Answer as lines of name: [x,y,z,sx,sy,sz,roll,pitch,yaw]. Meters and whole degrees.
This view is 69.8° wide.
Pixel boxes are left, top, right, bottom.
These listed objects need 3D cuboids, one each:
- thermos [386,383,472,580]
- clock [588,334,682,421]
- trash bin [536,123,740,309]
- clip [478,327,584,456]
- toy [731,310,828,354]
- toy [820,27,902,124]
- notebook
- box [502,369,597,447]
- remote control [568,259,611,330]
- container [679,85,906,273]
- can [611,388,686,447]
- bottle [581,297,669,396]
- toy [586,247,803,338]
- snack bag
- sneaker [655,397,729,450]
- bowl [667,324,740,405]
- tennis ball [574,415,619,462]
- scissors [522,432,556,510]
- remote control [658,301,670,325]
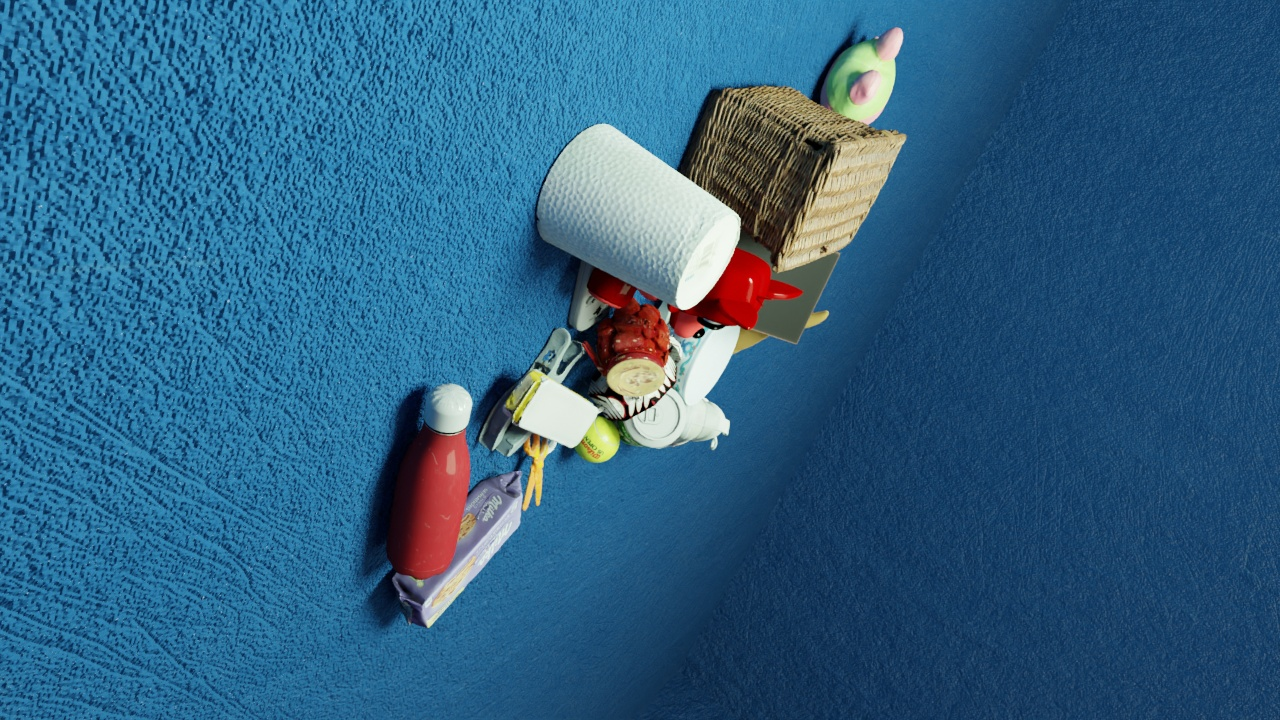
thermos: [-0.210,0.122,0.932,0.073,0.073,0.240,-33,150,-48]
clock: [-0.007,0.008,1.207,0.115,0.065,0.154,-19,-154,38]
trash bin: [0.002,-0.134,0.894,0.133,0.161,0.133,-47,159,-25]
clip: [-0.120,0.043,1.093,0.167,0.028,0.127,-53,162,-6]
toy: [0.157,-0.091,1.374,0.204,0.198,0.162,-44,-177,27]
toy: [0.312,-0.388,1.350,0.192,0.097,0.237,-55,175,-11]
notebook: [0.170,-0.109,1.233,0.209,0.008,0.141,15,105,-38]
box: [-0.103,0.059,1.076,0.064,0.033,0.209,-55,162,-3]
remote control: [-0.044,-0.101,1.053,0.074,0.019,0.151,-37,153,-43]
container: [0.179,-0.236,1.117,0.249,0.183,0.162,-24,144,-55]
can: [0.008,0.078,1.293,0.087,0.088,0.140,-52,-173,-11]
bottle: [-0.015,-0.018,1.110,0.099,0.099,0.111,99,-9,-50]
toy: [0.059,-0.086,1.000,0.158,0.197,0.121,-28,138,-56]
snack bag: [-0.216,0.222,1.105,0.204,0.058,0.097,-48,164,-31]
sneaker: [0.074,0.101,1.426,0.242,0.090,0.089,152,-46,-77]
bowl: [0.072,-0.017,1.291,0.143,0.074,0.144,-48,157,-29]
tennis ball: [-0.061,0.110,1.277,0.065,0.065,0.065,-47,159,-25]
scissors: [-0.128,0.131,1.180,0.096,0.012,0.133,-34,132,-58]
remote control: [0.036,-0.057,1.305,0.049,0.024,0.144,-40,157,-40]
